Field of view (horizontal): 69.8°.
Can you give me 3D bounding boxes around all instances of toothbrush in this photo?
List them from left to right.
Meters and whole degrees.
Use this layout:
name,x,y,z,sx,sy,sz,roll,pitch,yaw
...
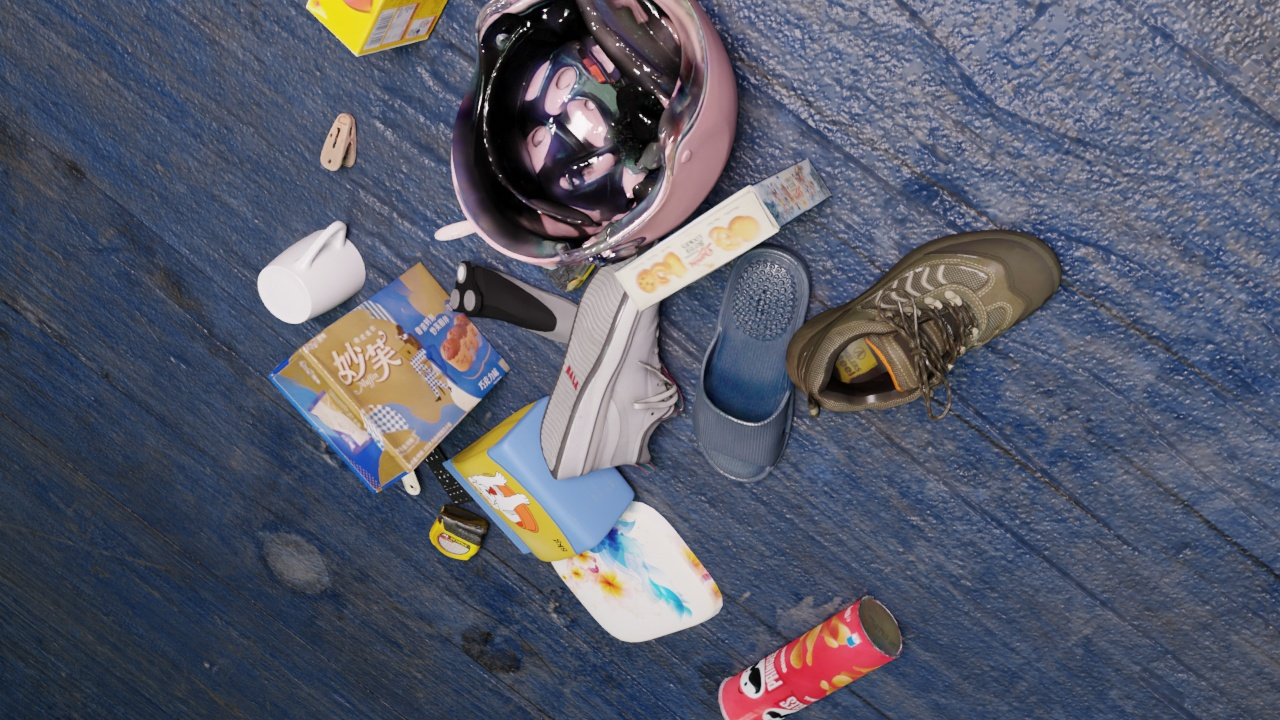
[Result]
name,x,y,z,sx,sy,sz,roll,pitch,yaw
toothbrush,-0.137,-0.142,0.916,0.182,0.018,0.016,-10,114,28

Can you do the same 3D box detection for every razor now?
name,x,y,z,sx,sy,sz,roll,pitch,yaw
razor,-0.116,-0.053,0.940,0.156,0.060,0.057,16,114,-9

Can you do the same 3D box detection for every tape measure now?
name,x,y,z,sx,sy,sz,roll,pitch,yaw
tape measure,-0.229,0.216,1.152,0.065,0.037,0.064,22,121,-6

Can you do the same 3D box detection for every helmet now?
name,x,y,z,sx,sy,sz,roll,pitch,yaw
helmet,-0.033,-0.192,0.747,0.256,0.152,0.230,-39,74,29

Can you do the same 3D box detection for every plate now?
name,x,y,z,sx,sy,sz,roll,pitch,yaw
plate,-0.012,0.261,1.099,0.187,0.016,0.187,-29,104,34

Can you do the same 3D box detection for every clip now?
name,x,y,z,sx,sy,sz,roll,pitch,yaw
clip,-0.303,-0.223,0.941,0.024,0.039,0.060,28,103,6

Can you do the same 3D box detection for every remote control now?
name,x,y,z,sx,sy,sz,roll,pitch,yaw
remote control,-0.252,0.119,1.123,0.030,0.009,0.140,-20,109,31

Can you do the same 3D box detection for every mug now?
name,x,y,z,sx,sy,sz,roll,pitch,yaw
mug,-0.352,-0.100,0.989,0.081,0.087,0.114,36,126,0

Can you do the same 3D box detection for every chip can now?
name,x,y,z,sx,sy,sz,roll,pitch,yaw
chip can,0.188,0.346,1.029,0.073,0.073,0.234,42,125,-4

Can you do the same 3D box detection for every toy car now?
name,x,y,z,sx,sy,sz,roll,pitch,yaw
toy car,-0.057,-0.111,0.889,0.049,0.030,0.107,48,123,5

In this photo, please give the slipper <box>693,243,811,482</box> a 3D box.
name,x,y,z,sx,sy,sz,roll,pitch,yaw
slipper,0.097,0.020,0.871,0.101,0.082,0.264,17,123,16

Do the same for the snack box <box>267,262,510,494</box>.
name,x,y,z,sx,sy,sz,roll,pitch,yaw
snack box,-0.248,0.012,0.940,0.069,0.202,0.155,-32,102,34

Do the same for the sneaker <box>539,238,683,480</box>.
name,x,y,z,sx,sy,sz,roll,pitch,yaw
sneaker,-0.005,0.005,0.906,0.128,0.096,0.263,8,112,-27

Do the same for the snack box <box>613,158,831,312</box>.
name,x,y,z,sx,sy,sz,roll,pitch,yaw
snack box,0.071,-0.106,0.766,0.145,0.144,0.042,-29,94,34

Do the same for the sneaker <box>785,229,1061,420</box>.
name,x,y,z,sx,sy,sz,roll,pitch,yaw
sneaker,0.224,-0.024,0.736,0.238,0.142,0.101,-29,104,17

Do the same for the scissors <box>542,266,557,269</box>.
name,x,y,z,sx,sy,sz,roll,pitch,yaw
scissors,-0.081,-0.160,0.864,0.115,0.013,0.140,-12,94,34

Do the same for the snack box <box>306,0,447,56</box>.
name,x,y,z,sx,sy,sz,roll,pitch,yaw
snack box,-0.174,-0.363,0.745,0.061,0.109,0.231,44,126,-1

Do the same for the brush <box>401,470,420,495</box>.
name,x,y,z,sx,sy,sz,roll,pitch,yaw
brush,-0.304,0.068,1.104,0.033,0.012,0.218,-2,112,27

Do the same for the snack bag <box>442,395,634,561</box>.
name,x,y,z,sx,sy,sz,roll,pitch,yaw
snack bag,-0.130,0.148,1.042,0.159,0.102,0.206,50,139,-10
